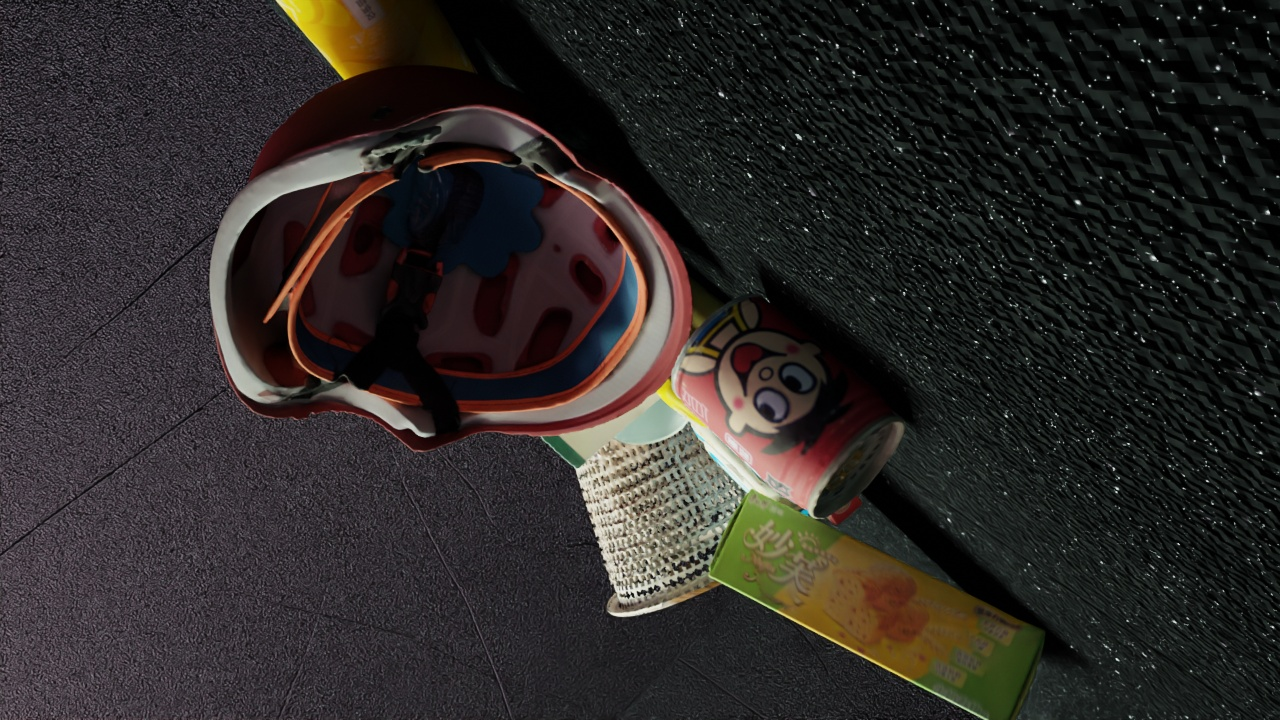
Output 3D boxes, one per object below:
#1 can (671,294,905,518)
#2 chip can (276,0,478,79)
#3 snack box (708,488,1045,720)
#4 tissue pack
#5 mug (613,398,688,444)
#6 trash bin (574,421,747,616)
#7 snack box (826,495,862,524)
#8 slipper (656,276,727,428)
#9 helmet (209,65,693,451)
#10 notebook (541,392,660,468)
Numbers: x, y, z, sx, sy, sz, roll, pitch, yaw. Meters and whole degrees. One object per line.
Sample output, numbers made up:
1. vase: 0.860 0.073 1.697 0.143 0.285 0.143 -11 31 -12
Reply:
1. can: 0.068 0.021 0.431 0.094 0.066 0.066 44 177 29
2. chip can: -0.140 -0.178 0.512 0.072 0.072 0.213 44 177 13
3. snack box: 0.163 0.175 0.662 0.210 0.070 0.158 25 171 17
4. tissue pack: 0.102 0.080 0.798 0.140 0.063 0.090 44 177 16
5. mug: -0.005 0.005 0.836 0.078 0.078 0.122 48 -159 -49
6. trash bin: 0.029 0.121 0.930 0.192 0.227 0.227 64 178 2
7. snack box: 0.090 0.043 0.646 0.077 0.027 0.155 54 178 -39
8. slipper: 0.015 -0.013 0.588 0.190 0.081 0.091 47 180 27
9. helmet: -0.098 -0.063 0.504 0.239 0.207 0.143 13 -142 -26
10. notebook: -0.055 -0.027 0.672 0.209 0.150 0.012 47 -177 -32
